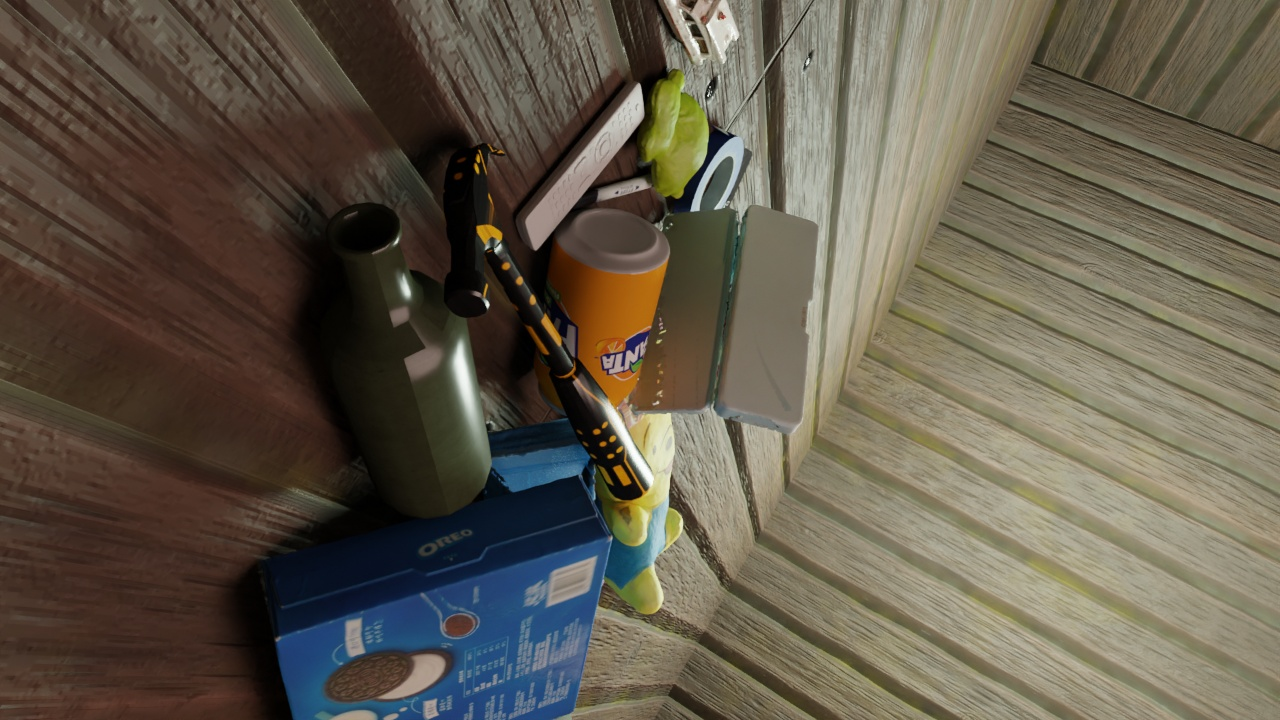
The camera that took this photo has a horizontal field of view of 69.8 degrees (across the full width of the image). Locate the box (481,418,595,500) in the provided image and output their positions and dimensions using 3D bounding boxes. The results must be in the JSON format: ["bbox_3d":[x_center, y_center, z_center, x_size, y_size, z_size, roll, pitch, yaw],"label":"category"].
[{"bbox_3d":[-0.074,0.152,0.738,0.094,0.102,0.232,-10,144,-12],"label":"box"}]

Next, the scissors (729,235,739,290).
[{"bbox_3d":[0.087,-0.081,0.969,0.128,0.019,0.153,71,39,-81],"label":"scissors"}]

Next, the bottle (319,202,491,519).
[{"bbox_3d":[-0.121,0.005,0.470,0.071,0.071,0.207,-51,160,-31],"label":"bottle"}]

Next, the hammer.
[{"bbox_3d":[-0.047,0.002,0.565,0.321,0.036,0.123,65,17,-53],"label":"hammer"}]

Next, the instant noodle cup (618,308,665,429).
[{"bbox_3d":[-0.005,0.005,0.776,0.108,0.098,0.098,-41,155,-30],"label":"instant noodle cup"}]

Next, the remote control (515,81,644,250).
[{"bbox_3d":[-0.038,-0.128,0.596,0.130,0.012,0.033,-55,159,-21],"label":"remote control"}]

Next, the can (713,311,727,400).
[{"bbox_3d":[0.126,-0.031,1.113,0.170,0.067,0.067,-57,162,-15],"label":"can"}]

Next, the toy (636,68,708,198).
[{"bbox_3d":[0.023,-0.165,0.674,0.093,0.036,0.094,-22,128,-58],"label":"toy"}]

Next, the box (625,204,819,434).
[{"bbox_3d":[0.071,-0.040,0.728,0.049,0.136,0.196,82,17,-57],"label":"box"}]

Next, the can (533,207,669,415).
[{"bbox_3d":[-0.031,-0.032,0.651,0.078,0.079,0.143,-42,154,-46],"label":"can"}]

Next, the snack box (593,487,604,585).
[{"bbox_3d":[-0.067,0.220,0.974,0.147,0.040,0.143,-63,164,-18],"label":"snack box"}]

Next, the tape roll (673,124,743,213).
[{"bbox_3d":[0.061,-0.159,0.818,0.093,0.016,0.091,-64,162,10],"label":"tape roll"}]

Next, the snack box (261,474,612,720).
[{"bbox_3d":[-0.130,0.191,0.604,0.195,0.056,0.239,-12,139,-24],"label":"snack box"}]

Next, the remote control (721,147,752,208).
[{"bbox_3d":[0.071,-0.138,0.893,0.147,0.008,0.045,-66,162,14],"label":"remote control"}]

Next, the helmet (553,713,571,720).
[{"bbox_3d":[-0.150,0.340,0.763,0.266,0.154,0.228,-46,157,-40],"label":"helmet"}]

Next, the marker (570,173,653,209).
[{"bbox_3d":[-0.011,-0.127,0.674,0.151,0.011,0.011,-32,147,-57],"label":"marker"}]

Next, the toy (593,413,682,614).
[{"bbox_3d":[-0.010,0.111,0.867,0.148,0.084,0.214,-64,152,-63],"label":"toy"}]

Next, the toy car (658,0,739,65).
[{"bbox_3d":[0.038,-0.233,0.602,0.039,0.039,0.113,-61,163,0],"label":"toy car"}]
